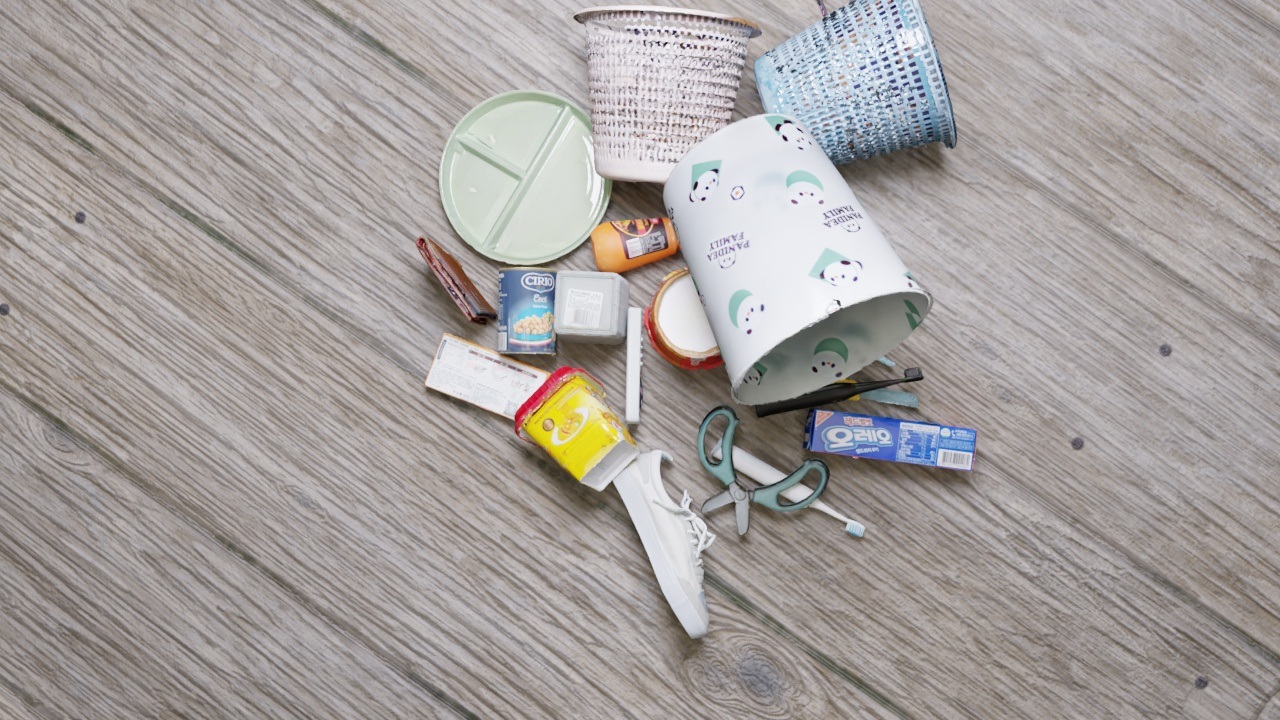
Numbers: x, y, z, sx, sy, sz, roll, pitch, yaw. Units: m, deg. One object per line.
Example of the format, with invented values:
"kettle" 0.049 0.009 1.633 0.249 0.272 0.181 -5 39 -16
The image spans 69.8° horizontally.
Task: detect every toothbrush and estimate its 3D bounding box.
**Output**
"toothbrush" 0.234 -0.464 1.197 0.018 0.014 0.189 -24 88 12
"toothbrush" 0.193 0.166 1.189 0.221 0.027 0.026 30 66 2
"toothbrush" 0.251 0.039 1.167 0.213 0.026 0.027 -13 64 11

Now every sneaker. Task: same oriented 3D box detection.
"sneaker" 0.047 0.228 1.170 0.090 0.089 0.242 -24 82 -2

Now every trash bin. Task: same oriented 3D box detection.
"trash bin" 0.250 -0.330 1.108 0.195 0.226 0.226 -18 89 16
"trash bin" 0.155 -0.114 1.006 0.229 0.229 0.251 -25 69 2
"trash bin" 0.025 -0.315 1.121 0.227 0.227 0.192 5 103 3

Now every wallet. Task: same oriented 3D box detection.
"wallet" -0.236 -0.100 1.173 0.032 0.101 0.124 -38 88 0

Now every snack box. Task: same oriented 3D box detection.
"snack box" 0.315 0.100 1.167 0.207 0.058 0.057 7 90 2
"snack box" -0.200 0.025 1.208 0.154 0.026 0.075 21 91 3

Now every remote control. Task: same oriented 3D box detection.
"remote control" -0.007 0.007 1.183 0.021 0.058 0.150 1 90 2

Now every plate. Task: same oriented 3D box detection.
"plate" -0.150 -0.239 1.207 0.230 0.027 0.230 0 90 3

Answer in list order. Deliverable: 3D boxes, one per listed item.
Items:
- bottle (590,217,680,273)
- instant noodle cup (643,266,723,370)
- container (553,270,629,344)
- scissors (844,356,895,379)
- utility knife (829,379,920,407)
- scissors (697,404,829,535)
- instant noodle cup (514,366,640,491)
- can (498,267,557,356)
"bottle" 0.012 -0.155 1.185 0.149 0.067 0.066 -12 89 -5
"instant noodle cup" 0.074 -0.055 1.155 0.138 0.108 0.138 0 90 2
"container" -0.063 -0.068 1.158 0.090 0.114 0.090 2 89 2
"scissors" 0.273 -0.031 1.188 0.133 0.017 0.136 28 99 5
"utility knife" 0.247 0.037 1.189 0.231 0.015 0.033 9 112 5
"scissors" 0.151 0.132 1.167 0.170 0.019 0.175 -12 93 6
"instant noodle cup" -0.074 0.090 1.144 0.116 0.116 0.123 -45 64 2
"can" -0.145 -0.061 1.182 0.075 0.075 0.111 1 90 3
